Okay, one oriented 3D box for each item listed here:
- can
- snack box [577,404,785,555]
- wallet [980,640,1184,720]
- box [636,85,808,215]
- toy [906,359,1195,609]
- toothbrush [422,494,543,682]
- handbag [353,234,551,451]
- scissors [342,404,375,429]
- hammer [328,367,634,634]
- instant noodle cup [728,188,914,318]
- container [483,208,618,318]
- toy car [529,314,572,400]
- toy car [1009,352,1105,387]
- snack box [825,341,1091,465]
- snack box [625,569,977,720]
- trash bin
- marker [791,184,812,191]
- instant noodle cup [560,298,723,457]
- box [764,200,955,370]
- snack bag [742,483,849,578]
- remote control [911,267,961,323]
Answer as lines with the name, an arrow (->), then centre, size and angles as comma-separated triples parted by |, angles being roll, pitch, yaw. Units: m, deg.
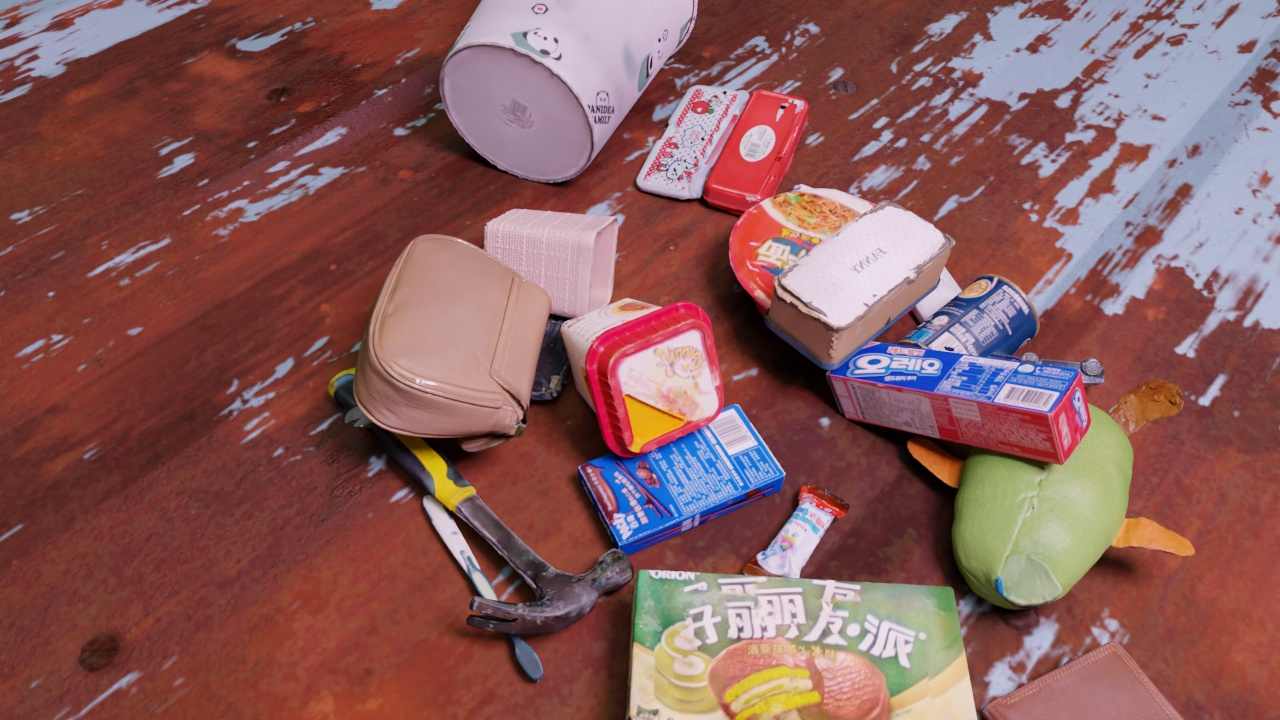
can -> 0.297, -0.018, 0.841 | 0.111, 0.075, 0.075 | -36, 60, -14
snack box -> 0.035, 0.100, 0.782 | 0.157, 0.026, 0.084 | -20, 53, -17
wallet -> 0.324, 0.267, 0.655 | 0.124, 0.032, 0.101 | -19, 51, -16
box -> 0.098, -0.251, 1.060 | 0.158, 0.038, 0.200 | 17, 54, 13
toy -> 0.330, 0.100, 0.750 | 0.227, 0.090, 0.246 | 18, 57, 33
toothbrush -> -0.127, 0.176, 0.727 | 0.016, 0.018, 0.191 | -26, 54, -24
handbag -> -0.159, -0.013, 0.784 | 0.147, 0.100, 0.204 | 20, 39, -12
scissors -> -0.187, 0.023, 0.817 | 0.139, 0.019, 0.179 | 22, 36, 10
hammer -> -0.160, 0.105, 0.759 | 0.323, 0.032, 0.125 | 37, 41, 28
instant noodle cup -> 0.182, -0.084, 0.911 | 0.194, 0.066, 0.193 | 0, 52, 0
container -> -0.088, -0.096, 0.887 | 0.111, 0.090, 0.089 | 10, 22, 11
toy car -> -0.085, -0.001, 0.858 | 0.049, 0.031, 0.105 | 15, 50, 15
toy car -> 0.382, 0.013, 0.853 | 0.090, 0.043, 0.034 | 4, 78, 6
snack box -> 0.257, 0.029, 0.764 | 0.208, 0.058, 0.057 | 11, 47, 48
snack box -> 0.110, 0.221, 0.663 | 0.240, 0.063, 0.114 | 3, 50, 2
trash bin -> -0.086, -0.351, 1.031 | 0.230, 0.230, 0.251 | 18, 59, 13
marker -> 0.227, -0.165, 1.007 | 0.131, 0.018, 0.022 | 23, 63, 16
instant noodle cup -> -0.005, 0.005, 0.796 | 0.116, 0.117, 0.124 | -23, 26, -19
box -> 0.192, -0.068, 0.820 | 0.184, 0.060, 0.090 | -34, 59, -23
snack bag -> 0.128, 0.145, 0.749 | 0.045, 0.026, 0.105 | 31, 59, 18
remote control -> 0.293, -0.070, 0.929 | 0.055, 0.020, 0.136 | -15, 55, -12
